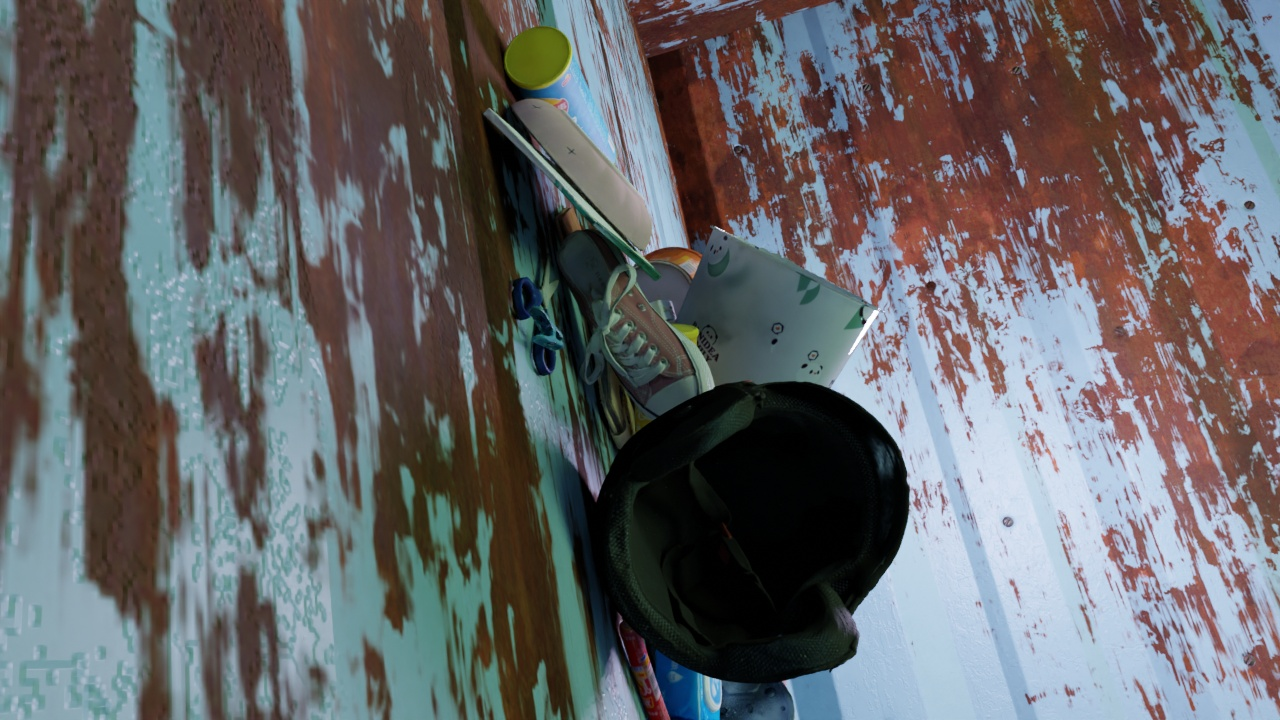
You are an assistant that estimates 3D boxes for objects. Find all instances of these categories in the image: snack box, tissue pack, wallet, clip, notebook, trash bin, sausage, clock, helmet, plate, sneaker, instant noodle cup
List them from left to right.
[{"bbox_3d":[-0.076,-0.021,0.742,0.055,0.013,0.037,47,33,-65],"label":"clip"},{"bbox_3d":[-0.067,-0.113,1.032,0.101,0.020,0.115,-83,154,-73],"label":"wallet"},{"bbox_3d":[-0.056,-0.151,0.868,0.150,0.012,0.209,48,7,17],"label":"notebook"},{"bbox_3d":[-0.050,-0.193,0.917,0.192,0.039,0.192,47,7,-8],"label":"plate"},{"bbox_3d":[-0.024,0.056,1.017,0.115,0.024,0.087,71,12,-45],"label":"wallet"},{"bbox_3d":[-0.017,-0.029,0.910,0.241,0.118,0.087,58,26,11],"label":"sneaker"},{"bbox_3d":[-0.006,-0.048,1.092,0.156,0.085,0.027,-27,101,-82],"label":"snack box"},{"bbox_3d":[0.007,0.294,0.828,0.020,0.020,0.156,-82,156,-69],"label":"sausage"},{"bbox_3d":[0.034,-0.079,1.246,0.111,0.151,0.151,-29,105,-73],"label":"instant noodle cup"},{"bbox_3d":[0.050,0.305,0.926,0.095,0.052,0.156,59,27,-55],"label":"tissue pack"},{"bbox_3d":[0.087,0.137,0.796,0.233,0.274,0.230,68,-19,-3],"label":"helmet"},{"bbox_3d":[0.118,0.405,1.071,0.158,0.117,0.060,-90,174,-51],"label":"clock"},{"bbox_3d":[0.133,-0.002,1.110,0.252,0.229,0.229,-64,179,11],"label":"trash bin"}]

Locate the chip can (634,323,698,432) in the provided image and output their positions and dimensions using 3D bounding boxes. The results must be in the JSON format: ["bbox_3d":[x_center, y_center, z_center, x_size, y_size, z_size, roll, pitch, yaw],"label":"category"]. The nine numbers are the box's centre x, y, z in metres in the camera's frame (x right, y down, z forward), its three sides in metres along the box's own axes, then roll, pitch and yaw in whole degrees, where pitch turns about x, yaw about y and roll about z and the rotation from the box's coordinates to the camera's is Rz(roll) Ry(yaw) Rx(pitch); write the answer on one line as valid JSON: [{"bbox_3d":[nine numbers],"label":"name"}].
[{"bbox_3d":[0.028,0.069,0.998,0.072,0.072,0.213,-62,151,-78],"label":"chip can"}]

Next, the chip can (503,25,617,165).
[{"bbox_3d":[-0.083,-0.275,1.016,0.210,0.071,0.071,56,22,-69],"label":"chip can"}]

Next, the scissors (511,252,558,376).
[{"bbox_3d":[-0.089,-0.058,0.802,0.144,0.012,0.169,63,15,-56],"label":"scissors"}]
